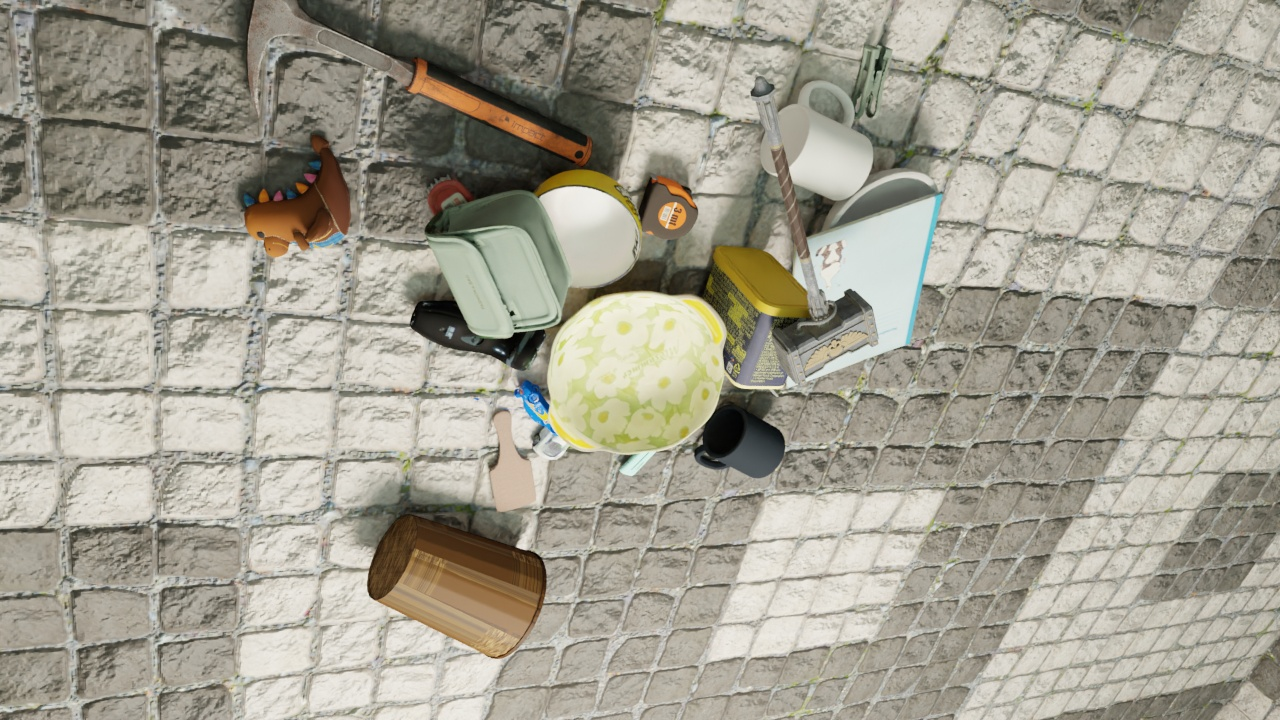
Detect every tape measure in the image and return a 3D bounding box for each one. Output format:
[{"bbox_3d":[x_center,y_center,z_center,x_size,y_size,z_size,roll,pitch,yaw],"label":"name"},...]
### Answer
[{"bbox_3d":[0.028,-0.158,0.947,0.058,0.038,0.058,13,116,-16],"label":"tape measure"}]

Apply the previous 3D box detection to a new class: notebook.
[{"bbox_3d":[0.258,-0.075,1.086,0.181,0.009,0.254,-20,141,-10],"label":"notebook"}]

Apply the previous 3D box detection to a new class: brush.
[{"bbox_3d":[-0.153,0.114,1.062,0.049,0.015,0.136,-14,121,-17],"label":"brush"},{"bbox_3d":[-0.153,-0.109,0.898,0.041,0.030,0.172,-33,128,-2],"label":"brush"}]

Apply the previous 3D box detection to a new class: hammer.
[{"bbox_3d":[0.145,-0.115,0.838,0.098,0.044,0.322,-28,131,-4],"label":"hammer"},{"bbox_3d":[-0.183,-0.229,0.802,0.314,0.035,0.138,17,113,-33],"label":"hammer"}]

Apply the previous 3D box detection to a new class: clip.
[{"bbox_3d":[0.242,-0.291,0.963,0.042,0.023,0.076,-4,121,-21],"label":"clip"}]

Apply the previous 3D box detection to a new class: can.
[{"bbox_3d":[0.121,-0.047,1.000,0.075,0.135,0.105,1,123,-26],"label":"can"}]

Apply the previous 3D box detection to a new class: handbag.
[{"bbox_3d":[-0.129,-0.084,0.851,0.106,0.067,0.122,-9,130,13],"label":"handbag"}]

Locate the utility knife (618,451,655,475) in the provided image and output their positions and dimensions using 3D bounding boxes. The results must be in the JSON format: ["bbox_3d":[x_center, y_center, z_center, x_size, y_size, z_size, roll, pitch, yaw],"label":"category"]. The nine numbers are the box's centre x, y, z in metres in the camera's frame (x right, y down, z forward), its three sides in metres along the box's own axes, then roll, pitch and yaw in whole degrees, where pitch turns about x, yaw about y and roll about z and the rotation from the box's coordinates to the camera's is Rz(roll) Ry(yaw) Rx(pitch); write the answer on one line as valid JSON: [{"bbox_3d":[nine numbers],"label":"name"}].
[{"bbox_3d":[0.037,0.081,1.127,0.166,0.015,0.022,-46,127,5],"label":"utility knife"}]

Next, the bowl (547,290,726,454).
[{"bbox_3d":[-0.006,0.006,1.002,0.220,0.060,0.188,-40,108,13],"label":"bowl"}]

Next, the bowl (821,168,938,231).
[{"bbox_3d":[0.263,-0.161,1.041,0.149,0.043,0.150,-16,139,-15],"label":"bowl"}]

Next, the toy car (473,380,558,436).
[{"bbox_3d":[-0.131,0.060,1.016,0.062,0.033,0.092,-34,107,6],"label":"toy car"}]

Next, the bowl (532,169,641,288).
[{"bbox_3d":[-0.056,-0.135,0.891,0.117,0.067,0.117,2,131,2],"label":"bowl"}]

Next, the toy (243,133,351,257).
[{"bbox_3d":[-0.303,-0.144,0.805,0.090,0.070,0.103,-6,102,-6],"label":"toy"}]

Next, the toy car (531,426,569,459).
[{"bbox_3d":[-0.087,0.079,1.058,0.038,0.027,0.090,32,104,-35],"label":"toy car"}]

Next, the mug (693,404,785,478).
[{"bbox_3d":[0.117,0.109,1.152,0.105,0.071,0.077,-32,135,33],"label":"mug"}]

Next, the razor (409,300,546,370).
[{"bbox_3d":[-0.162,-0.025,0.929,0.140,0.063,0.053,14,114,-33],"label":"razor"}]

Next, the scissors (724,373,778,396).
[{"bbox_3d":[0.159,-0.021,1.113,0.142,0.014,0.158,-40,129,9],"label":"scissors"}]

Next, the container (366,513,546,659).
[{"bbox_3d":[-0.215,0.255,1.060,0.167,0.132,0.132,32,105,-31],"label":"container"}]

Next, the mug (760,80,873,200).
[{"bbox_3d":[0.187,-0.233,0.953,0.090,0.074,0.110,14,89,-32],"label":"mug"}]
